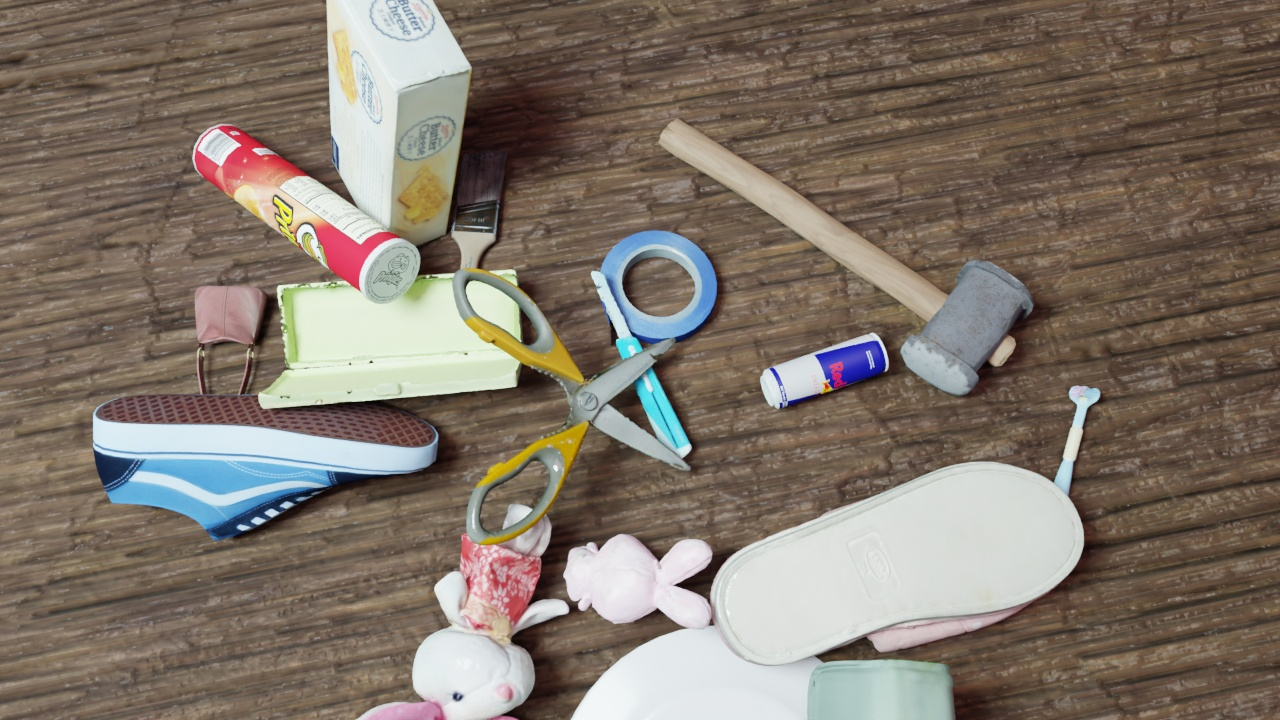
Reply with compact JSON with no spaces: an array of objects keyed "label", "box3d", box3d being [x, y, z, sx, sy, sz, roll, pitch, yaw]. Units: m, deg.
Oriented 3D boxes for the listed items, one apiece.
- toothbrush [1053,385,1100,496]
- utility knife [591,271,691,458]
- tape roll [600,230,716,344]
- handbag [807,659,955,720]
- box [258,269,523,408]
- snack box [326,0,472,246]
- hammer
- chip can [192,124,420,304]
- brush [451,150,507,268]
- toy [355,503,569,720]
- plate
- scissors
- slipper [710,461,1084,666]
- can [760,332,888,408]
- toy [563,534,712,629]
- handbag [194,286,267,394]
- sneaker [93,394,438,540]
[{"label":"toothbrush","box3d":[0.318,0.089,0.691,0.022,0.016,0.154,10,71,37]},{"label":"utility knife","box3d":[-0.004,0.004,0.707,0.022,0.015,0.162,-26,85,-9]},{"label":"tape roll","box3d":[0.014,-0.059,0.735,0.093,0.016,0.091,-6,74,-1]},{"label":"handbag","box3d":[0.160,0.259,0.589,0.067,0.106,0.121,12,66,-15]},{"label":"box","box3d":[-0.184,-0.011,0.701,0.188,0.066,0.127,-6,53,-2]},{"label":"snack box","box3d":[-0.180,-0.175,0.670,0.057,0.208,0.104,-25,75,-25]},{"label":"hammer","box3d":[0.152,-0.100,0.734,0.328,0.052,0.098,37,78,13]},{"label":"chip can","box3d":[-0.263,-0.117,0.712,0.215,0.052,0.051,33,77,23]},{"label":"brush","box3d":[-0.136,-0.105,0.753,0.039,0.012,0.151,4,76,1]},{"label":"toy","box3d":[-0.107,0.196,0.631,0.159,0.084,0.194,30,68,-31]},{"label":"plate","box3d":[0.058,0.309,0.632,0.242,0.016,0.242,0,74,1]},{"label":"scissors","box3d":[-0.062,0.024,0.652,0.224,0.016,0.230,-41,95,-32]},{"label":"slipper","box3d":[0.182,0.147,0.657,0.274,0.054,0.114,-14,75,-6]},{"label":"can","box3d":[0.141,0.008,0.707,0.095,0.032,0.032,-19,75,-5]},{"label":"toy","box3d":[0.000,0.157,0.652,0.110,0.047,0.063,-1,62,25]},{"label":"handbag","box3d":[-0.326,0.002,0.721,0.055,0.029,0.119,1,80,-1]},{"label":"sneaker","box3d":[-0.273,0.082,0.683,0.241,0.083,0.098,3,110,-6]}]
